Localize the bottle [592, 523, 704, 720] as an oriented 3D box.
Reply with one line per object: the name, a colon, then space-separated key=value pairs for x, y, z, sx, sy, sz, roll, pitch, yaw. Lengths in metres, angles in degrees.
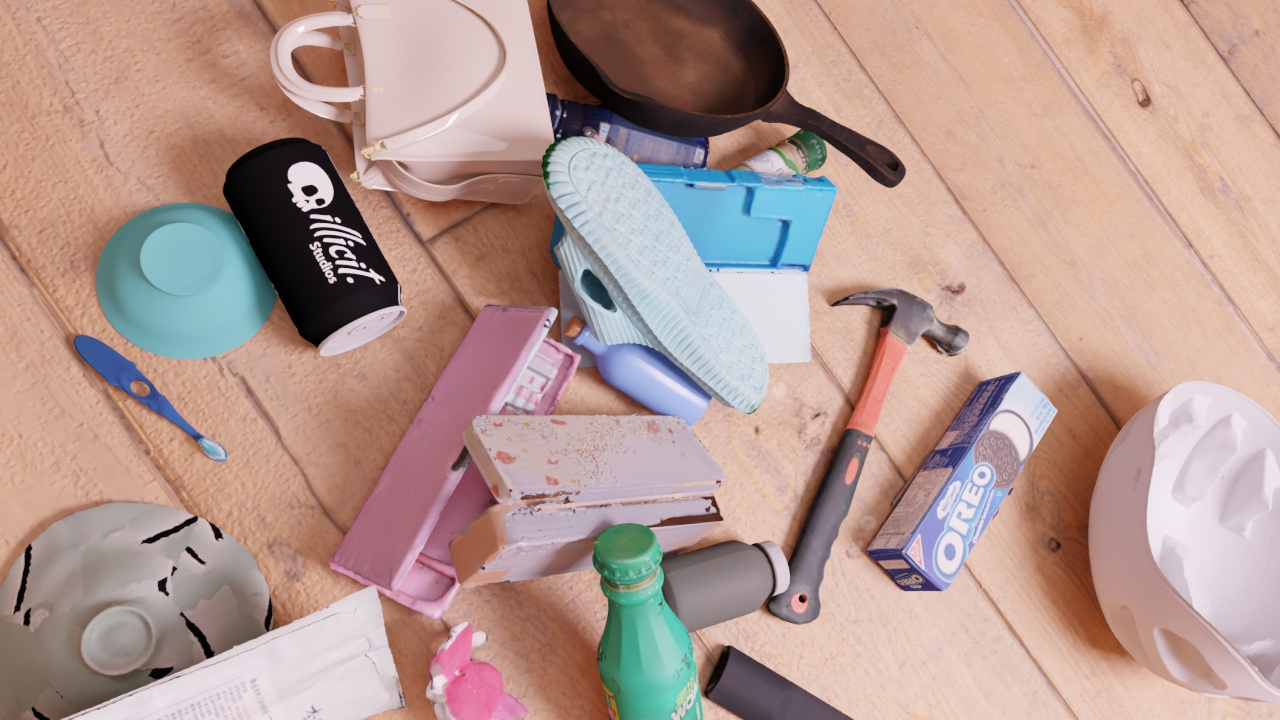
bottle: x=0.004 y=0.209 z=0.639 sx=0.068 sy=0.068 sz=0.210 roll=-21 pitch=119 yaw=-24

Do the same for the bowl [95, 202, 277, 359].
bowl: x=-0.325 y=-0.065 z=0.657 sx=0.121 sy=0.046 sz=0.121 roll=5 pitch=74 yaw=-19

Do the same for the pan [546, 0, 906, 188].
pan: x=0.075 y=-0.248 z=0.814 sx=0.356 sy=0.043 sz=0.247 roll=32 pitch=50 yaw=-2

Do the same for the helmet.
helmet: x=0.520 y=0.158 z=0.834 sx=0.224 sy=0.184 sz=0.282 roll=11 pitch=79 yaw=-23

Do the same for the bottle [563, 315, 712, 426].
bottle: x=-0.004 y=0.004 z=0.746 sx=0.131 sy=0.048 sz=0.048 roll=33 pitch=67 yaw=-20

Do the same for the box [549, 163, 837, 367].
box: x=0.044 y=-0.083 z=0.800 sx=0.243 sy=0.063 sz=0.174 roll=-1 pitch=106 yaw=-20

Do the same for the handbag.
handbag: x=-0.180 y=-0.217 z=0.710 sx=0.197 sy=0.101 sz=0.194 roll=-4 pitch=74 yaw=-29

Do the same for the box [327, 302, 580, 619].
box: x=-0.129 y=0.062 z=0.664 sx=0.099 sy=0.099 sz=0.232 roll=30 pitch=68 yaw=-3

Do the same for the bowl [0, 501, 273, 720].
bowl: x=-0.327 y=0.175 z=0.582 sx=0.174 sy=0.068 sz=0.174 roll=5 pitch=77 yaw=-20

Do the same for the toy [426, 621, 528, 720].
toy: x=-0.127 y=0.232 z=0.653 sx=0.065 sy=0.050 sz=0.102 roll=-38 pitch=121 yaw=-44

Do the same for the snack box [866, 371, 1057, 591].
snack box: x=0.295 y=0.107 z=0.836 sx=0.059 sy=0.060 sz=0.225 roll=47 pitch=66 yaw=-8

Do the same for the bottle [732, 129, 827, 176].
bottle: x=0.122 y=-0.178 z=0.855 sx=0.109 sy=0.043 sz=0.042 roll=-31 pitch=88 yaw=-24

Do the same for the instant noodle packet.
instant noodle packet: x=-0.285 y=0.226 z=0.560 sx=0.268 sy=0.147 sz=0.057 roll=-18 pitch=49 yaw=-23

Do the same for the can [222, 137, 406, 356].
can: x=-0.238 y=-0.083 z=0.675 sx=0.080 sy=0.080 sz=0.146 roll=-28 pitch=87 yaw=-24

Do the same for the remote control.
remote control: x=0.119 y=0.285 z=0.744 sx=0.140 sy=0.021 sz=0.045 roll=33 pitch=69 yaw=-11

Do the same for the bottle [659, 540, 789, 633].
bottle: x=0.061 y=0.177 z=0.729 sx=0.108 sy=0.060 sz=0.060 roll=-11 pitch=80 yaw=-22

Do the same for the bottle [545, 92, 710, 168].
bottle: x=-0.020 y=-0.194 z=0.798 sx=0.160 sy=0.056 sz=0.056 roll=12 pitch=72 yaw=-17

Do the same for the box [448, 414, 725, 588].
box: x=-0.036 y=0.107 z=0.665 sx=0.215 sy=0.108 sz=0.095 roll=3 pitch=30 yaw=-45

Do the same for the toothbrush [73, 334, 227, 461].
toothbrush: x=-0.343 y=0.026 z=0.643 sx=0.132 sy=0.016 sz=0.021 roll=42 pitch=64 yaw=-6

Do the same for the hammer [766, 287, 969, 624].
hammer: x=0.191 y=0.079 z=0.820 sx=0.133 sy=0.033 sz=0.332 roll=31 pitch=69 yaw=-12

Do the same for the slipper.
slipper: x=0.008 y=-0.056 z=0.713 sx=0.276 sy=0.070 sz=0.115 roll=48 pitch=41 yaw=-27
